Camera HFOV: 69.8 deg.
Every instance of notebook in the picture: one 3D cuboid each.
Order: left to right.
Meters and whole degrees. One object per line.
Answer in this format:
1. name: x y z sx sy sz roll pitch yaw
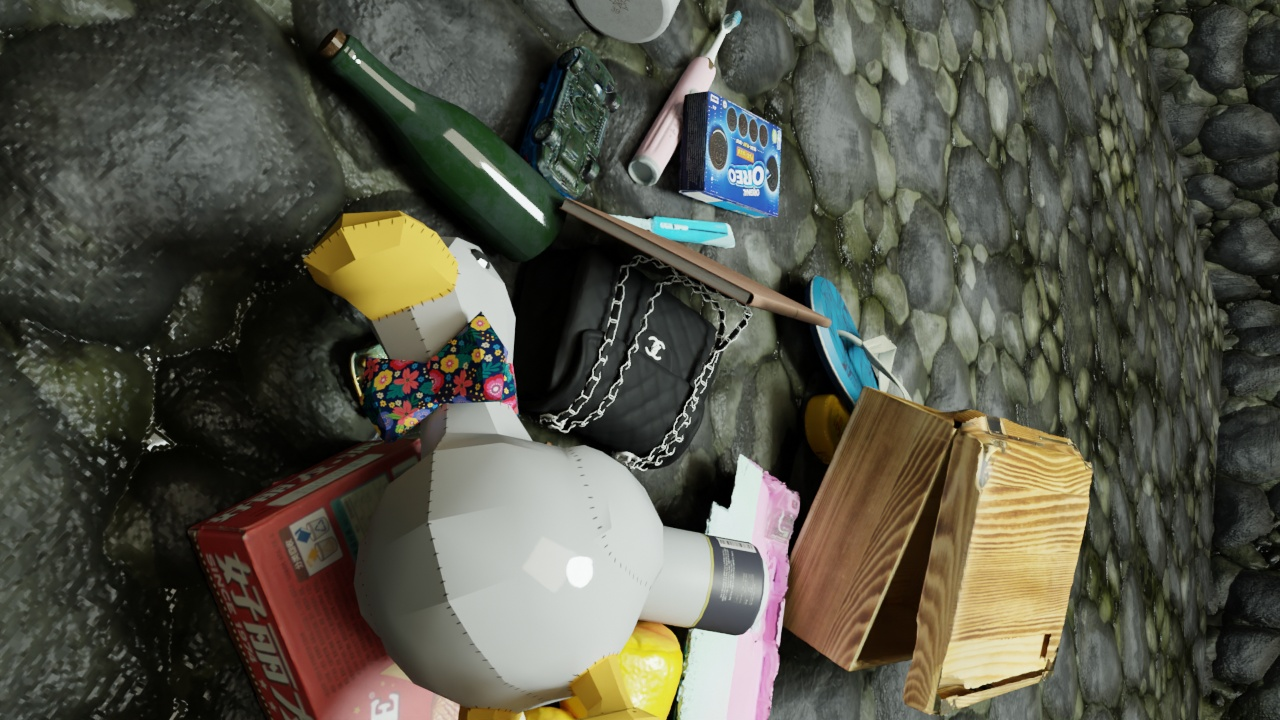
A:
1. notebook: 0.049 -0.063 0.643 0.008 0.141 0.208 -64 158 9

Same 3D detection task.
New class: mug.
1. mug: -0.018 -0.296 0.680 0.113 0.084 0.070 25 64 -8

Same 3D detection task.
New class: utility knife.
1. utility knife: 0.021 -0.105 0.745 0.168 0.015 0.022 -4 82 -47

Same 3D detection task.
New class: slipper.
1. slipper: 0.243 0.024 0.934 0.295 0.060 0.118 57 26 -31

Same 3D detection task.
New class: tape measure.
1. tape measure: 0.181 0.063 0.898 0.059 0.030 0.068 59 40 -28

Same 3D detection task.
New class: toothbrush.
1. toothbrush: 0.043 -0.230 0.774 0.027 0.027 0.222 47 53 -31

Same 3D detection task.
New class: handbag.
1. handbag: -0.004 0.003 0.627 0.153 0.115 0.125 33 66 -45

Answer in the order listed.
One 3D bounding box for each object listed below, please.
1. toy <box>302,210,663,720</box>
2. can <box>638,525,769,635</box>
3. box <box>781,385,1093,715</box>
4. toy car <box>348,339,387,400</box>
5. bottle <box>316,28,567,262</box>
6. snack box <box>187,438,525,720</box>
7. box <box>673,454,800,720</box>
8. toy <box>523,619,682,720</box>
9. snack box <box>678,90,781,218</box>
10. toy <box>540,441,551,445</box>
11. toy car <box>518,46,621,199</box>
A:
1. toy: -0.067 0.069 0.443 0.247 0.141 0.267 54 18 -56
2. can: 0.020 0.148 0.630 0.127 0.064 0.064 13 73 -15
3. box: 0.298 0.166 0.857 0.278 0.176 0.247 14 98 -46
4. toy car: -0.117 -0.006 0.545 0.111 0.047 0.047 -39 118 -44
5. bottle: -0.119 -0.130 0.553 0.174 0.055 0.055 41 56 -38
6. snack box: -0.136 0.170 0.492 0.112 0.060 0.236 -31 109 -49
7. box: 0.073 0.197 0.737 0.159 0.035 0.230 37 58 -52
8. toy: -0.016 0.265 0.604 0.134 0.088 0.193 23 68 -50
9. snack box: 0.081 -0.172 0.789 0.150 0.027 0.082 -2 94 -58
10. toy: -0.060 0.104 0.598 0.090 0.071 0.103 -3 111 -57
11. toy car: -0.053 -0.166 0.641 0.056 0.044 0.120 40 54 -39
